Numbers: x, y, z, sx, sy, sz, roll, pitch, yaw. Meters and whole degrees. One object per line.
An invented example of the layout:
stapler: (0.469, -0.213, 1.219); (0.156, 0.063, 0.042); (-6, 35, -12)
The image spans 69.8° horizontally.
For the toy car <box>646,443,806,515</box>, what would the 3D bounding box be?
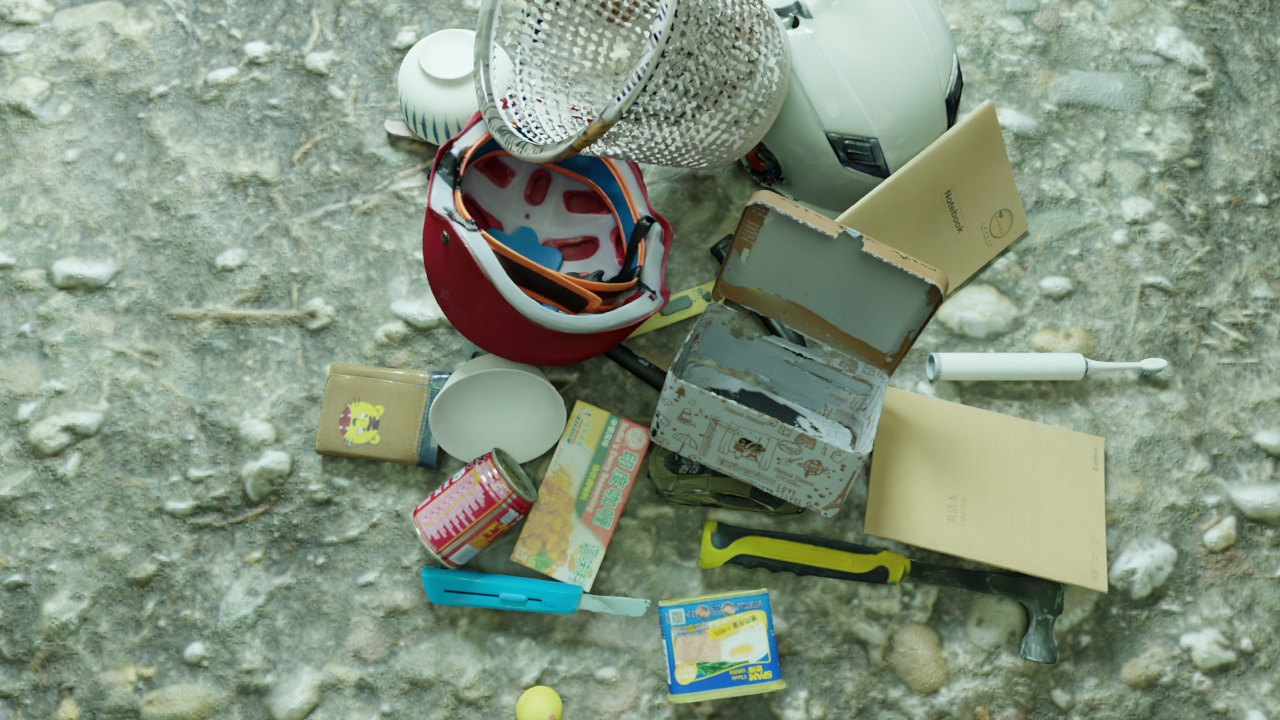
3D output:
toy car: (0.085, 0.100, 0.828); (0.158, 0.042, 0.070); (6, 80, -2)

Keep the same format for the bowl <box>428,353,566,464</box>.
bowl: (-0.127, 0.032, 0.817); (0.118, 0.118, 0.064); (-10, 42, -3)

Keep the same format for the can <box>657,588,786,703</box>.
can: (0.068, 0.245, 0.794); (0.102, 0.057, 0.083); (-7, 78, -2)

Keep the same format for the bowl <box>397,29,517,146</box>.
bowl: (-0.173, -0.266, 0.864); (0.116, 0.066, 0.116); (1, 67, -2)

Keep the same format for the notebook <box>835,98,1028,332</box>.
notebook: (0.261, -0.117, 0.836); (0.207, 0.008, 0.148); (-38, 124, -7)

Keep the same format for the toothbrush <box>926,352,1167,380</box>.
toothbrush: (0.380, 0.005, 0.854); (0.221, 0.026, 0.026); (0, 58, -1)

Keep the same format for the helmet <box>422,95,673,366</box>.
helmet: (-0.090, -0.096, 0.781); (0.206, 0.144, 0.239); (15, 50, -22)

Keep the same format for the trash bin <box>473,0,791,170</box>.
trash bin: (0.008, -0.248, 0.734); (0.191, 0.228, 0.227); (8, 79, -45)

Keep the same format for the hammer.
hammer: (0.214, 0.182, 0.819); (0.323, 0.032, 0.126); (9, 80, 1)

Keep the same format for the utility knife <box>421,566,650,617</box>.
utility knife: (-0.092, 0.205, 0.801); (0.204, 0.018, 0.034); (3, 100, 8)

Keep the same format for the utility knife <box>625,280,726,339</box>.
utility knife: (0.035, -0.053, 0.869); (0.206, 0.021, 0.031); (-19, 86, -9)

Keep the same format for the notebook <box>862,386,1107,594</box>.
notebook: (0.309, 0.111, 0.817); (0.211, 0.012, 0.149); (14, 60, 2)

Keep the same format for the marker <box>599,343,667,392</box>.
marker: (-0.005, 0.005, 0.847); (0.132, 0.020, 0.022); (32, 105, -1)

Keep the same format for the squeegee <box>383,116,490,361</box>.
squeegee: (-0.139, -0.107, 0.862); (0.247, 0.040, 0.249); (6, 81, -1)

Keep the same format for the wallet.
wallet: (-0.233, 0.049, 0.838); (0.115, 0.033, 0.090); (6, 81, 4)

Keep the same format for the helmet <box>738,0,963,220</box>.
helmet: (0.185, -0.272, 0.834); (0.230, 0.157, 0.274); (-31, 82, -6)

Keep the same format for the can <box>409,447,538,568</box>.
can: (-0.143, 0.127, 0.799); (0.094, 0.066, 0.066); (-39, 83, 4)

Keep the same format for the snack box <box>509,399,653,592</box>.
snack box: (-0.052, 0.121, 0.828); (0.077, 0.027, 0.155); (22, 81, 2)

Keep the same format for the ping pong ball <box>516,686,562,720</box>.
ping pong ball: (-0.087, 0.301, 0.789); (0.040, 0.040, 0.040); (0, 80, -1)

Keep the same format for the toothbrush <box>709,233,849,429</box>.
toothbrush: (0.135, -0.024, 0.853); (0.027, 0.026, 0.212); (-35, 89, 0)

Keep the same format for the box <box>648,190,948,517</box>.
box: (0.132, -0.011, 0.756); (0.183, 0.194, 0.156); (23, 40, 7)
